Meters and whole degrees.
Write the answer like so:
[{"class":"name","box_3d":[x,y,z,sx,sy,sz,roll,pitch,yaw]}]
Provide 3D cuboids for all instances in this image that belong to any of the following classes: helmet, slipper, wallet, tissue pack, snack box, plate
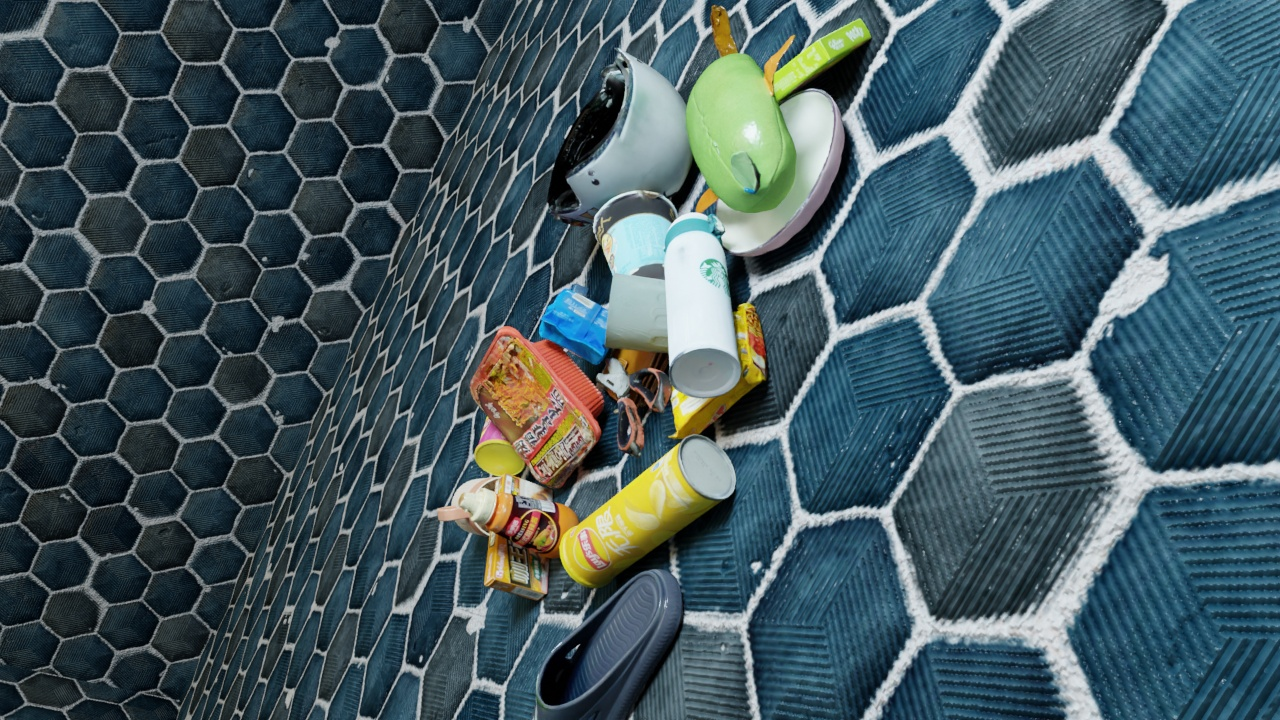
[{"class":"helmet","box_3d":[-0.016,-0.277,1.238,0.229,0.157,0.274,-71,14,-12]},{"class":"slipper","box_3d":[-0.059,0.309,0.903,0.268,0.083,0.110,-57,25,14]},{"class":"wallet","box_3d":[-0.007,0.007,1.122,0.119,0.035,0.131,-62,23,1]},{"class":"tissue pack","box_3d":[-0.076,-0.042,1.168,0.052,0.095,0.157,-60,3,15]},{"class":"snack box","box_3d":[0.171,-0.313,1.008,0.085,0.026,0.157,-37,7,-36]},{"class":"snack box","box_3d":[-0.151,0.221,1.157,0.026,0.075,0.153,-44,33,38]},{"class":"plate","box_3d":[0.152,-0.193,0.977,0.193,0.039,0.192,-43,34,39]}]

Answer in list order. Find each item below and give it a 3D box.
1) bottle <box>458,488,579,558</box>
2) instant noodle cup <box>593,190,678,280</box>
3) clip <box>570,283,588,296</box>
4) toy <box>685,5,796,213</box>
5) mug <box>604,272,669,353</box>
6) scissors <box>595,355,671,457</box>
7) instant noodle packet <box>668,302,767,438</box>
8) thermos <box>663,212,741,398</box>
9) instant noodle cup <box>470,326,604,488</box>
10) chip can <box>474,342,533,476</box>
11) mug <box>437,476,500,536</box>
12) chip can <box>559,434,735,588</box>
[{"class":"bottle","box_3d":[-0.147,0.187,1.092,0.067,0.149,0.066,-43,34,39]},{"class":"instant noodle cup","box_3d":[0.003,-0.132,1.141,0.111,0.111,0.120,-47,39,34]},{"class":"clip","box_3d":[-0.099,-0.087,1.382,0.042,0.026,0.058,12,79,56]},{"class":"toy","box_3d":[0.100,-0.245,0.958,0.228,0.090,0.246,114,151,-45]},{"class":"mug","box_3d":[0.017,-0.059,1.029,0.123,0.103,0.084,-83,0,-61]},{"class":"scissors","box_3d":[-0.018,0.044,1.045,0.202,0.015,0.205,-43,35,51]},{"class":"instant noodle packet","box_3d":[0.076,0.016,0.938,0.129,0.044,0.110,-43,27,33]},{"class":"thermos","box_3d":[0.060,-0.066,0.922,0.073,0.073,0.223,-46,29,35]},{"class":"instant noodle cup","box_3d":[-0.124,0.053,1.167,0.078,0.189,0.165,-35,-10,-42]},{"class":"chip can","box_3d":[-0.183,0.065,1.324,0.072,0.071,0.210,-45,25,36]},{"class":"mug","box_3d":[-0.224,0.205,1.270,0.106,0.114,0.081,-15,83,61]},{"class":"chip can","box_3d":[0.003,0.157,0.925,0.214,0.072,0.072,-42,34,39]}]
